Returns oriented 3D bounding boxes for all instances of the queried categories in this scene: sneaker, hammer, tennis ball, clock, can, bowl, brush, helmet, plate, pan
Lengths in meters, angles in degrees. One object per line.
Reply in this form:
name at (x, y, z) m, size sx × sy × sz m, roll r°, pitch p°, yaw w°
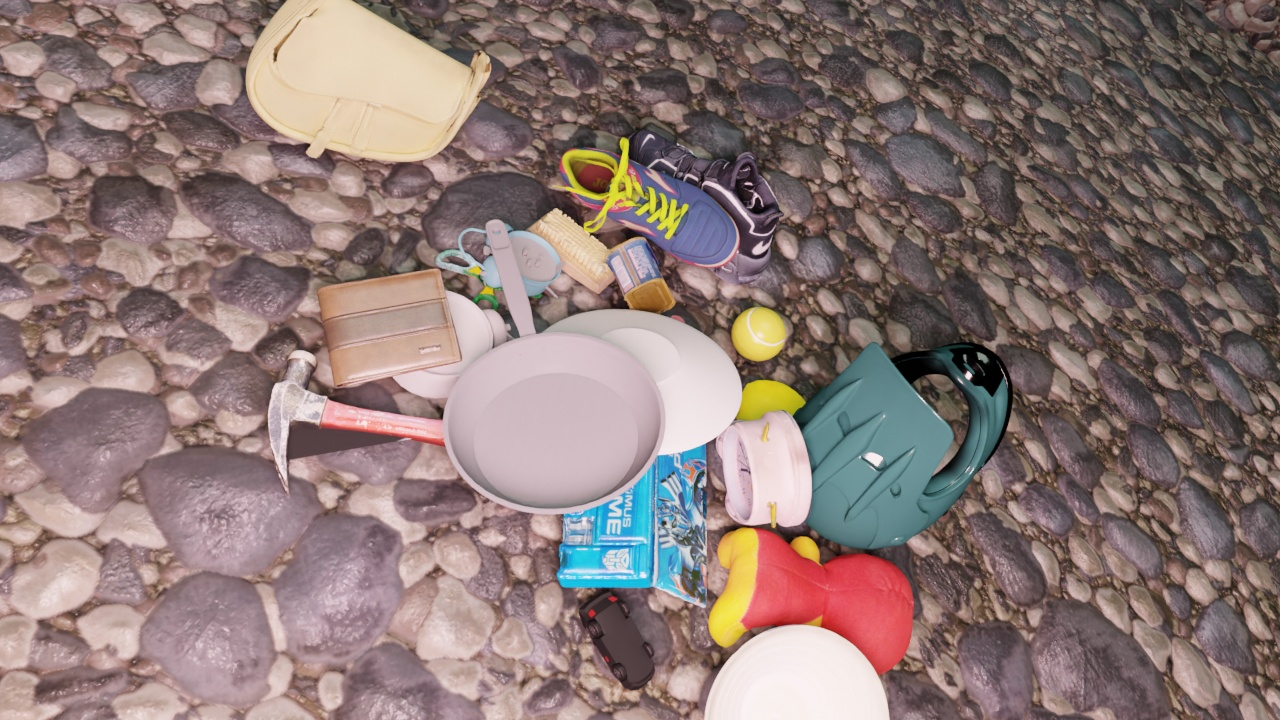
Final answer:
sneaker at (0.004, -0.182, 1.085) m, size 0.242 × 0.091 × 0.116 m, roll 29°, pitch 89°, yaw 21°
hammer at (-0.184, 0.078, 0.868) m, size 0.326 × 0.036 × 0.140 m, roll 9°, pitch 55°, yaw -9°
tennis ball at (0.142, -0.032, 1.104) m, size 0.065 × 0.065 × 0.065 m, roll 12°, pitch 54°, yaw -18°
sneaker at (0.082, -0.224, 1.149) m, size 0.252 × 0.151 × 0.097 m, roll 45°, pitch 52°, yaw 9°
clock at (-0.188, -0.011, 0.937) m, size 0.159 × 0.061 × 0.119 m, roll 15°, pitch 53°, yaw -15°
can at (0.000, -0.093, 1.059) m, size 0.054 × 0.100 × 0.059 m, roll -26°, pitch 69°, yaw 5°
clock at (-0.145, -0.116, 1.027) m, size 0.123 × 0.042 × 0.087 m, roll 20°, pitch 47°, yaw -23°
bowl at (0.135, 0.330, 0.843) m, size 0.176 × 0.058 × 0.176 m, roll 2°, pitch 82°, yaw -13°
brush at (-0.078, -0.133, 1.085) m, size 0.117 × 0.039 × 0.049 m, roll 38°, pitch 51°, yaw 6°
clock at (0.120, 0.113, 0.940) m, size 0.058 × 0.158 × 0.116 m, roll -6°, pitch 85°, yaw -12°
helmet at (0.250, 0.086, 0.942) m, size 0.199 × 0.276 × 0.176 m, roll -19°, pitch 60°, yaw -32°
plate at (-0.006, 0.006, 0.947) m, size 0.229 × 0.030 × 0.228 m, roll 6°, pitch 39°, yaw -5°
pan at (-0.102, -0.002, 0.886) m, size 0.200 × 0.051 × 0.356 m, roll -13°, pitch 53°, yaw -12°

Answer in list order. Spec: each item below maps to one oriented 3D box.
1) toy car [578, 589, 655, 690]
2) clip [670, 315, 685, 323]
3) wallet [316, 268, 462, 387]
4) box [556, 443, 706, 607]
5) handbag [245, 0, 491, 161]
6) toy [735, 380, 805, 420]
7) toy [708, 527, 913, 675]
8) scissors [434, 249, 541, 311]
toy car at (-0.022, 0.261, 0.850) m, size 0.042 × 0.036 × 0.091 m, roll -26°, pitch 82°, yaw -38°
clip at (0.028, -0.031, 1.082) m, size 0.023 × 0.044 × 0.060 m, roll 51°, pitch 23°, yaw 9°
wallet at (-0.239, -0.033, 0.876) m, size 0.121 × 0.027 × 0.098 m, roll -11°, pitch 76°, yaw -18°
box at (0.006, 0.117, 0.939) m, size 0.170 × 0.070 × 0.243 m, roll 14°, pitch 54°, yaw -17°
handbag at (-0.303, -0.309, 1.016) m, size 0.232 × 0.191 × 0.088 m, roll 24°, pitch 33°, yaw -25°
toy at (0.155, 0.063, 1.064) m, size 0.095 × 0.041 × 0.094 m, roll -26°, pitch 67°, yaw -35°
toy at (0.180, 0.243, 0.923) m, size 0.216 × 0.099 × 0.147 m, roll 17°, pitch 60°, yaw -8°
scissors at (-0.174, -0.092, 1.030) m, size 0.130 × 0.011 × 0.125 m, roll 34°, pitch 46°, yaw -2°
